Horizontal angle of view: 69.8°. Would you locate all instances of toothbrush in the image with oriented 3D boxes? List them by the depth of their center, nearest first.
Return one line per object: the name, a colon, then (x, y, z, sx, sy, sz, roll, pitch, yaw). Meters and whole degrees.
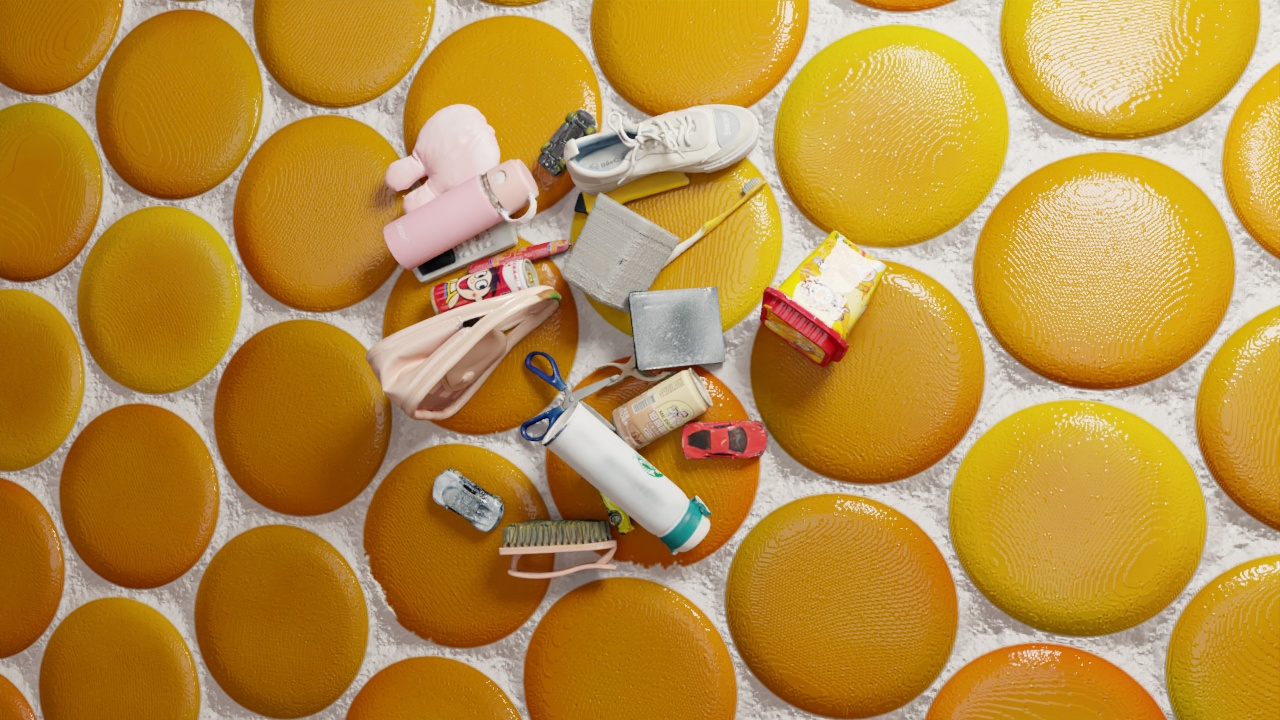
toothbrush: (0.078, -0.166, 1.148, 0.191, 0.016, 0.018, -38, 70, 9)

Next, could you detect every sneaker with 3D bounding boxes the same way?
sneaker: (0.022, -0.270, 1.115, 0.242, 0.091, 0.089, -13, 74, 10)

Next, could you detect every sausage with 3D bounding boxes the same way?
sausage: (-0.159, -0.135, 1.200, 0.156, 0.020, 0.020, -14, 86, 12)

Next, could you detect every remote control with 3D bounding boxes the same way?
remote control: (-0.238, -0.154, 1.216, 0.150, 0.021, 0.058, -21, 84, 11)

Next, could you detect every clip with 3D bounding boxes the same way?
clip: (-0.006, -0.005, 1.157, 0.105, 0.034, 0.084, 4, 93, 21)

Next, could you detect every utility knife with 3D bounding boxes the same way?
utility knife: (-0.012, -0.215, 1.170, 0.154, 0.015, 0.033, -13, 92, 11)

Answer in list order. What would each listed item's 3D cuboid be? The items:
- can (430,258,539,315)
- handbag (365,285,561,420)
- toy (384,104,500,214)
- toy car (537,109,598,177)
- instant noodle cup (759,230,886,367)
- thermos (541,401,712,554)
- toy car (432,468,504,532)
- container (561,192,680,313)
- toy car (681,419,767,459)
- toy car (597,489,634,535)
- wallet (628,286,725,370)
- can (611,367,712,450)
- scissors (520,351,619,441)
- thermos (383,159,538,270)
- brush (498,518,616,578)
can: (-0.201, -0.090, 1.190, 0.133, 0.053, 0.053, -15, 85, 12)
handbag: (-0.201, -0.024, 1.130, 0.234, 0.193, 0.093, -35, 84, 0)
toy: (-0.259, -0.261, 1.206, 0.159, 0.054, 0.121, -34, 81, 7)
toy car: (-0.092, -0.280, 1.179, 0.042, 0.035, 0.090, 41, 97, 9)
instant noodle cup: (0.216, -0.074, 1.072, 0.116, 0.116, 0.123, 37, 85, 11)
thermos: (-0.011, 0.144, 1.107, 0.224, 0.073, 0.073, 41, 98, -10)
toy car: (-0.229, 0.183, 1.203, 0.105, 0.031, 0.049, 30, 94, 13)
container: (-0.028, -0.128, 1.127, 0.090, 0.090, 0.114, 36, 100, 33)
toy car: (0.103, 0.098, 1.130, 0.106, 0.031, 0.049, -2, 90, 11)
toy car: (-0.037, 0.168, 1.151, 0.032, 0.048, 0.105, -27, 83, -3)
wallet: (0.045, -0.040, 1.123, 0.120, 0.019, 0.097, -5, 86, -22)
can: (0.026, 0.060, 1.133, 0.116, 0.058, 0.058, -30, 83, 10)
scissors: (-0.098, 0.049, 1.162, 0.175, 0.012, 0.162, -45, 64, 24)
thermos: (-0.224, -0.179, 1.168, 0.199, 0.067, 0.087, -25, 71, 10)
brush: (-0.100, 0.237, 1.157, 0.146, 0.063, 0.073, -4, 84, 11)
